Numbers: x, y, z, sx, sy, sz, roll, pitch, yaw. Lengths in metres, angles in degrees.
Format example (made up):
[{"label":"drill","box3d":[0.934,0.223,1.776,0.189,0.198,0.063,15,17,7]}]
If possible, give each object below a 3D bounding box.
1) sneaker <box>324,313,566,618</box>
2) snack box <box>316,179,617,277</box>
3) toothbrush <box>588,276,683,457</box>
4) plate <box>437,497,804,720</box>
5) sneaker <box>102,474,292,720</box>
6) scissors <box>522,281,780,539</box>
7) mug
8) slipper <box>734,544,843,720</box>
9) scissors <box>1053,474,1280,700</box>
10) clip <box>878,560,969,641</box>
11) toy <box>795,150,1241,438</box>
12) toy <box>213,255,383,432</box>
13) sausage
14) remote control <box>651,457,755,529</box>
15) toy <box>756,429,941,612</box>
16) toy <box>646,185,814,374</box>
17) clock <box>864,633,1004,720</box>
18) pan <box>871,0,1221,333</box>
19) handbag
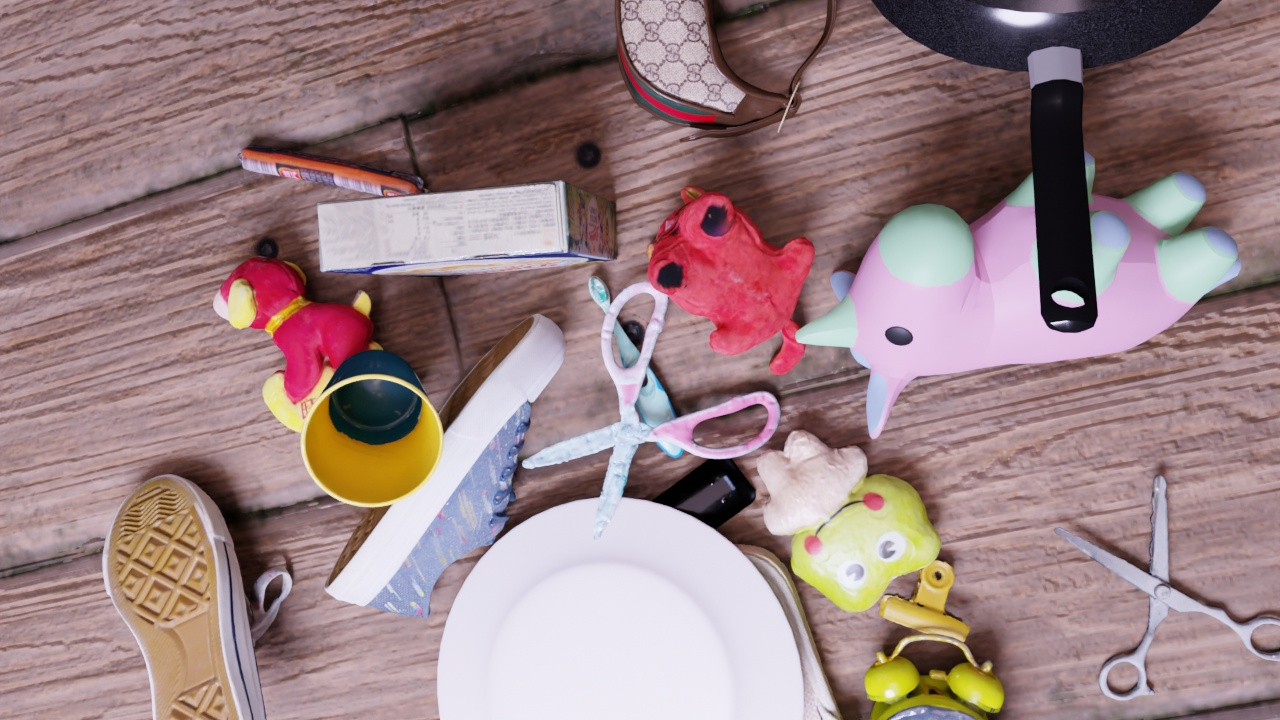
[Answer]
[{"label":"sneaker","box3d":[-0.113,0.079,0.611,0.079,0.087,0.235,35,97,-17]},{"label":"snack box","box3d":[-0.097,-0.077,0.564,0.144,0.145,0.042,-4,93,11]},{"label":"toothbrush","box3d":[-0.004,0.004,0.614,0.022,0.017,0.135,-26,87,0]},{"label":"plate","box3d":[-0.019,0.209,0.583,0.243,0.016,0.242,-1,84,13]},{"label":"sneaker","box3d":[-0.303,0.191,0.647,0.118,0.088,0.241,-29,63,0]},{"label":"scissors","box3d":[0.000,0.025,0.598,0.170,0.014,0.168,-17,85,-2]},{"label":"mug","box3d":[-0.165,0.033,0.572,0.078,0.121,0.078,-3,103,-14]},{"label":"slipper","box3d":[0.085,0.255,0.592,0.114,0.054,0.272,-13,89,7]},{"label":"scissors","box3d":[0.331,0.148,0.557,0.175,0.014,0.141,18,99,8]},{"label":"clip","box3d":[0.182,0.152,0.579,0.054,0.045,0.048,19,121,11]},{"label":"toy","box3d":[0.217,-0.037,0.526,0.222,0.172,0.120,6,55,-18]},{"label":"toy","box3d":[-0.230,-0.015,0.638,0.105,0.067,0.137,-37,94,3]},{"label":"sausage","box3d":[-0.219,-0.134,0.650,0.155,0.020,0.020,12,94,10]},{"label":"remote control","box3d":[0.006,0.119,0.610,0.152,0.020,0.041,-37,85,4]},{"label":"toy","box3d":[0.125,0.096,0.580,0.092,0.043,0.118,-40,83,11]},{"label":"toy","box3d":[0.061,-0.052,0.585,0.088,0.094,0.133,-44,112,2]},{"label":"clock","box3d":[0.180,0.227,0.564,0.083,0.057,0.119,1,97,13]},{"label":"pan","box3d":[0.213,-0.180,0.472,0.204,0.044,0.354,2,65,14]},{"label":"handbag","box3d":[0.053,-0.222,0.575,0.138,0.063,0.166,0,92,1]}]
